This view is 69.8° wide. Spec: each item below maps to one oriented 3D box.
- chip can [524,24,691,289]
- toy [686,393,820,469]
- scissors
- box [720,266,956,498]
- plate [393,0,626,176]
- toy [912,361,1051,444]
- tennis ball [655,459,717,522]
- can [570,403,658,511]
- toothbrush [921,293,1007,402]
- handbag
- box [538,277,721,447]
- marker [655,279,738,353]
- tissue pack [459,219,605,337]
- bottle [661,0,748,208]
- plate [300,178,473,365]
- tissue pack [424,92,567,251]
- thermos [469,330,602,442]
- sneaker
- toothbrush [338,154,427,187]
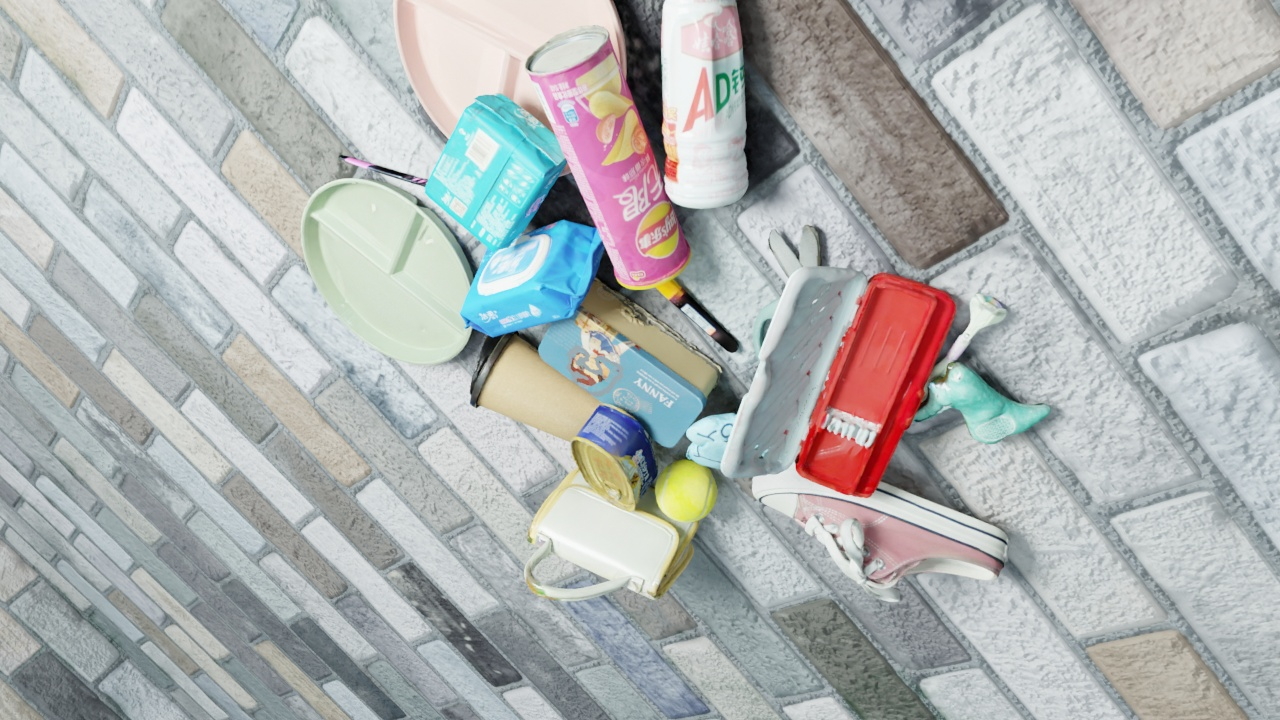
[{"bbox_3d":[-0.021,-0.160,0.751,0.071,0.071,0.211,3,136,30],"label":"chip can"},{"bbox_3d":[0.120,0.066,0.862,0.156,0.049,0.162,-3,146,2],"label":"toy"},{"bbox_3d":[0.167,-0.039,0.794,0.172,0.019,0.177,15,128,23],"label":"scissors"},{"bbox_3d":[0.159,0.019,0.765,0.160,0.063,0.201,10,117,-13],"label":"box"},{"bbox_3d":[-0.110,-0.267,0.785,0.230,0.028,0.230,17,130,21],"label":"plate"},{"bbox_3d":[0.276,0.038,0.768,0.092,0.030,0.097,39,130,-15],"label":"toy"},{"bbox_3d":[0.048,0.137,0.963,0.065,0.065,0.066,16,130,21],"label":"tennis ball"},{"bbox_3d":[-0.025,0.101,0.936,0.075,0.049,0.148,27,156,22],"label":"can"},{"bbox_3d":[0.251,0.018,0.785,0.029,0.020,0.190,35,135,13],"label":"toothbrush"},{"bbox_3d":[-0.039,0.197,0.984,0.163,0.178,0.063,20,126,19],"label":"handbag"},{"bbox_3d":[-0.005,0.005,0.901,0.184,0.063,0.090,35,134,6],"label":"box"},{"bbox_3d":[0.046,-0.051,0.861,0.124,0.015,0.018,43,135,-7],"label":"marker"},{"bbox_3d":[-0.103,-0.080,0.870,0.157,0.094,0.052,-12,138,36],"label":"tissue pack"},{"bbox_3d":[0.048,-0.219,0.702,0.068,0.068,0.197,11,123,25],"label":"bottle"},{"bbox_3d":[-0.275,-0.097,1.012,0.230,0.027,0.231,17,129,21],"label":"plate"},{"bbox_3d":[-0.130,-0.165,0.818,0.093,0.050,0.134,41,134,-4],"label":"tissue pack"},{"bbox_3d":[-0.111,0.031,0.971,0.143,0.092,0.093,28,133,0],"label":"thermos"},{"bbox_3d":[0.212,0.165,0.854,0.241,0.087,0.118,17,159,16],"label":"sneaker"},{"bbox_3d":[-0.230,-0.185,0.929,0.189,0.014,0.018,20,121,18],"label":"toothbrush"}]
